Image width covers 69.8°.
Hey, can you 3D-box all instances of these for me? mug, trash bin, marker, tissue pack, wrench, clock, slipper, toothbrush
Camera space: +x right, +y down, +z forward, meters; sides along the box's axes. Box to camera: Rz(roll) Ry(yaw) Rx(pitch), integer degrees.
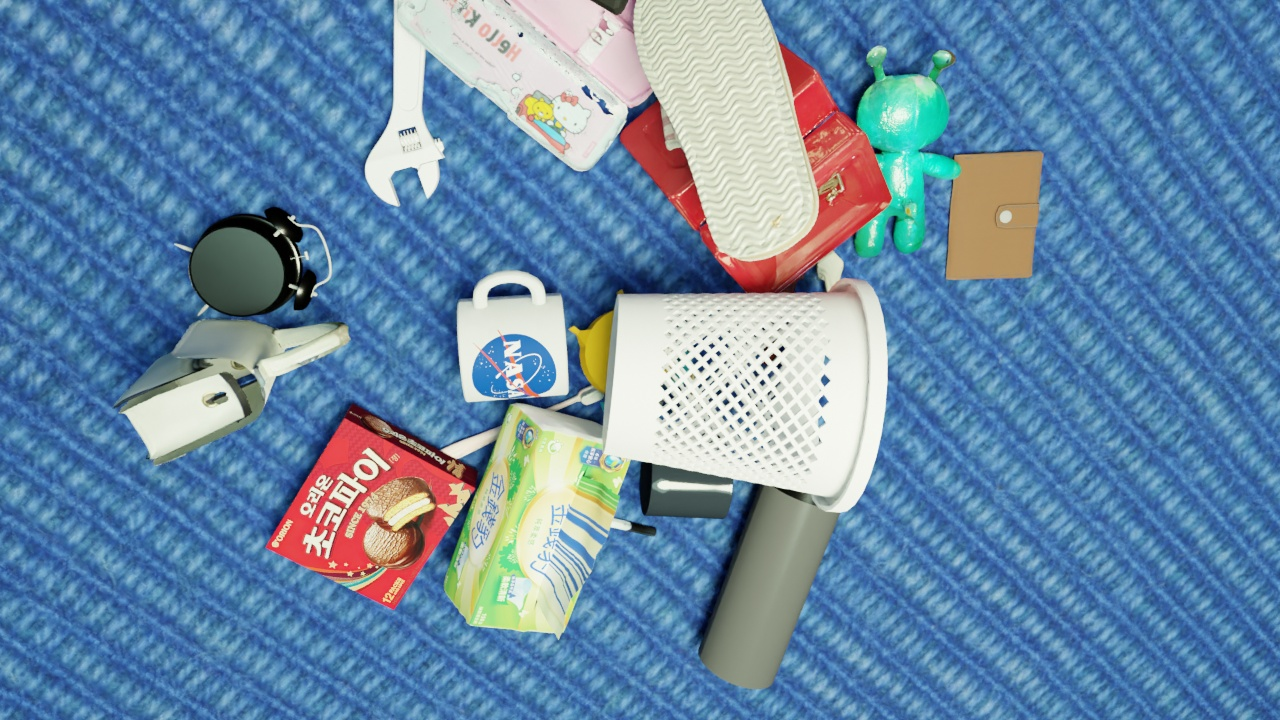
[{"bbox_3d":[0.046,0.103,0.869,0.077,0.071,0.105,4,137,-9],"label":"mug"},{"bbox_3d":[0.074,0.020,0.765,0.199,0.195,0.196,5,105,-4],"label":"trash bin"},{"bbox_3d":[-0.056,0.155,0.911,0.152,0.011,0.011,15,103,-11],"label":"marker"},{"bbox_3d":[-0.078,0.154,0.815,0.120,0.141,0.198,10,101,-33],"label":"tissue pack"},{"bbox_3d":[-0.113,-0.024,0.807,0.090,0.091,0.121,-4,123,-7],"label":"mug"},{"bbox_3d":[-0.195,-0.267,0.773,0.066,0.018,0.273,4,104,-8],"label":"wrench"},{"bbox_3d":[-0.329,-0.083,0.792,0.120,0.042,0.091,-11,107,-4],"label":"clock"},{"bbox_3d":[0.064,-0.190,0.694,0.115,0.052,0.262,-25,67,22],"label":"slipper"},{"bbox_3d":[-0.005,0.005,0.854,0.099,0.044,0.129,-37,99,-12],"label":"clock"},{"bbox_3d":[-0.119,0.063,0.874,0.181,0.018,0.016,-23,110,0],"label":"toothbrush"}]

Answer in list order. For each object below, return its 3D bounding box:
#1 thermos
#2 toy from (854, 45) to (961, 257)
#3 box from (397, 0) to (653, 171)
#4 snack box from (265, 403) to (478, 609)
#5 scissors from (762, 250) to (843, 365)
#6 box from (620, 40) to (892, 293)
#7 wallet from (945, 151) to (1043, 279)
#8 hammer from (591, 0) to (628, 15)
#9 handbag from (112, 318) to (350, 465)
[{"bbox_3d":[0.134,0.199,0.911,0.082,0.082,0.241,16,103,-12],"label":"thermos"},{"bbox_3d":[0.235,-0.185,0.828,0.130,0.072,0.194,-5,115,-6],"label":"toy"},{"bbox_3d":[-0.080,-0.274,0.767,0.201,0.066,0.154,38,102,-15],"label":"box"},{"bbox_3d":[-0.251,0.139,0.862,0.132,0.035,0.152,31,104,-14],"label":"snack box"},{"bbox_3d":[0.160,-0.074,0.865,0.185,0.015,0.179,-43,106,13],"label":"scissors"},{"bbox_3d":[0.094,-0.174,0.788,0.157,0.156,0.170,-38,64,7],"label":"box"},{"bbox_3d":[0.339,-0.138,0.880,0.087,0.013,0.121,-3,106,-4],"label":"wallet"},{"bbox_3d":[-0.155,-0.353,0.699,0.328,0.039,0.131,26,98,2],"label":"hammer"},{"bbox_3d":[-0.329,-0.001,0.761,0.176,0.151,0.074,-24,111,-5],"label":"handbag"}]
